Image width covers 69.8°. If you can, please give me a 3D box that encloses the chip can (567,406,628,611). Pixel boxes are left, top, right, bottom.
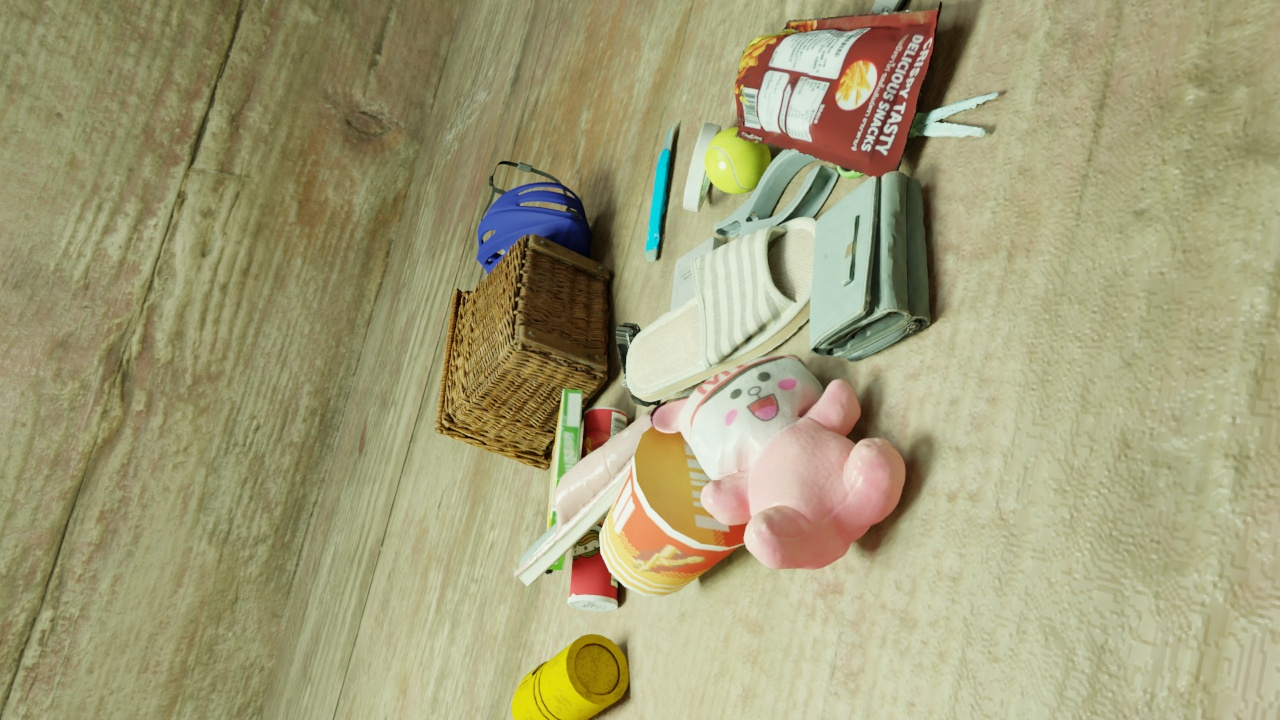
[{"bbox_3d":[-0.044,0.157,0.991,0.052,0.051,0.214,-36,44,51],"label":"chip can"}]

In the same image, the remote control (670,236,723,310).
[{"bbox_3d":[0.056,-0.049,0.952,0.074,0.019,0.150,-28,50,56],"label":"remote control"}]

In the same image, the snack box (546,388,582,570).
[{"bbox_3d":[-0.088,0.135,1.038,0.131,0.027,0.168,-91,9,-46],"label":"snack box"}]

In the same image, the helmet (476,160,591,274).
[{"bbox_3d":[-0.149,-0.207,1.302,0.242,0.147,0.227,-32,52,54],"label":"helmet"}]

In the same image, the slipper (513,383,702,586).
[{"bbox_3d":[-0.036,0.116,0.896,0.275,0.054,0.114,-47,-8,13],"label":"slipper"}]

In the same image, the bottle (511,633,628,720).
[{"bbox_3d":[-0.082,0.340,0.936,0.164,0.071,0.071,-48,35,42],"label":"bottle"}]

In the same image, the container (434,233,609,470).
[{"bbox_3d":[-0.139,-0.026,1.166,0.184,0.162,0.249,-46,34,37],"label":"container"}]

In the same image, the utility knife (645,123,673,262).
[{"bbox_3d":[0.024,-0.203,1.112,0.031,0.015,0.185,-14,65,57],"label":"utility knife"}]

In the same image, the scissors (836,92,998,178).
[{"bbox_3d":[0.213,-0.177,0.727,0.093,0.032,0.175,-67,22,5],"label":"scissors"}]

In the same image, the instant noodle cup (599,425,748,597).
[{"bbox_3d":[0.029,0.135,0.793,0.121,0.123,0.123,122,152,-43],"label":"instant noodle cup"}]

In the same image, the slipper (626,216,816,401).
[{"bbox_3d":[0.068,-0.042,0.859,0.274,0.054,0.114,-36,51,42],"label":"slipper"}]

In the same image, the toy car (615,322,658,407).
[{"bbox_3d":[-0.006,0.006,0.991,0.040,0.037,0.092,12,118,63],"label":"toy car"}]

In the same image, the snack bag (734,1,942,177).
[{"bbox_3d":[0.161,-0.235,0.781,0.208,0.066,0.139,33,103,58],"label":"snack bag"}]

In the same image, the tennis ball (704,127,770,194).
[{"bbox_3d":[0.096,-0.198,0.909,0.065,0.065,0.065,-42,40,47],"label":"tennis ball"}]

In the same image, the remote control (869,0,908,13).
[{"bbox_3d":[0.195,-0.268,0.813,0.137,0.013,0.033,-62,30,23],"label":"remote control"}]

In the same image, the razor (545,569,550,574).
[{"bbox_3d":[-0.106,0.189,1.132,0.043,0.022,0.144,63,-150,-58],"label":"razor"}]

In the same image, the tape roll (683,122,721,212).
[{"bbox_3d":[0.066,-0.205,0.976,0.094,0.018,0.094,18,-92,-84],"label":"tape roll"}]

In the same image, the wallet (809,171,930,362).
[{"bbox_3d":[0.172,-0.072,0.705,0.101,0.054,0.131,-33,41,52],"label":"wallet"}]

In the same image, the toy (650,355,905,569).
[{"bbox_3d":[0.102,0.066,0.703,0.142,0.084,0.213,-34,36,-4],"label":"toy"}]

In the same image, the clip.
[{"bbox_3d":[0.123,-0.158,0.877,0.164,0.028,0.114,-43,38,44],"label":"clip"}]
